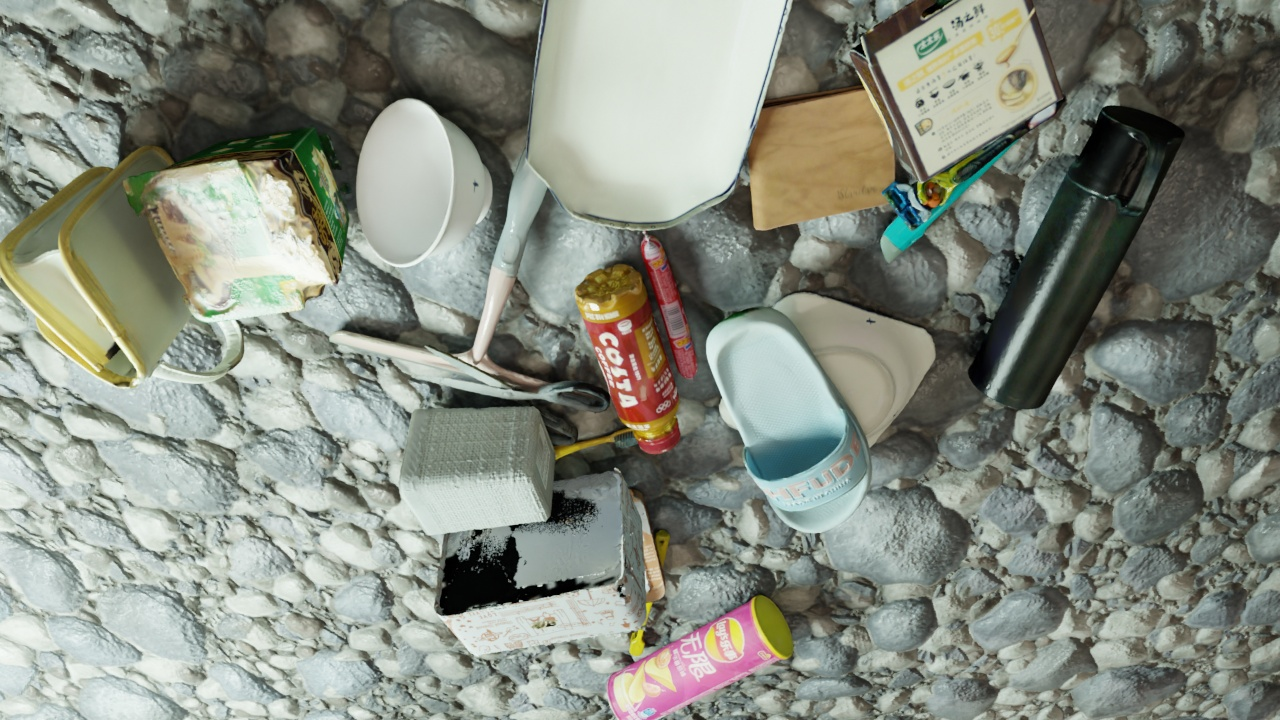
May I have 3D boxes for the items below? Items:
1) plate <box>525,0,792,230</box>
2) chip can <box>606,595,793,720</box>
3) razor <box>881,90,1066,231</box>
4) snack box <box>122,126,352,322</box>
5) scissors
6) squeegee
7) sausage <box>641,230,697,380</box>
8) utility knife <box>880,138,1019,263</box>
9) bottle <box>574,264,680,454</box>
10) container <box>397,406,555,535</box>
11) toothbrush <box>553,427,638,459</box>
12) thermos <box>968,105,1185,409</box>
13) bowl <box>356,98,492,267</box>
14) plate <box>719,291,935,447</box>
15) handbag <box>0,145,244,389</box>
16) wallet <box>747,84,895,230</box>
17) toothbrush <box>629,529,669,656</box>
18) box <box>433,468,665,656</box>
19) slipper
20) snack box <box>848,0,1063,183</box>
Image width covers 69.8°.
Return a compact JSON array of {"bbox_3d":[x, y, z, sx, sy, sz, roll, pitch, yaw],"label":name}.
[{"bbox_3d":[0.010,-0.212,0.633,0.162,0.034,0.266,6,129,-10],"label":"plate"},{"bbox_3d":[0.063,0.337,1.018,0.211,0.071,0.071,-34,120,22],"label":"chip can"},{"bbox_3d":[0.253,-0.152,0.685,0.143,0.022,0.042,-36,114,20],"label":"razor"},{"bbox_3d":[-0.277,-0.108,0.668,0.117,0.105,0.118,-7,125,6],"label":"snack box"},{"bbox_3d":[-0.109,0.031,0.808,0.160,0.014,0.175,-9,141,17],"label":"scissors"},{"bbox_3d":[-0.112,-0.069,0.740,0.247,0.040,0.250,15,123,-12],"label":"squeegee"},{"bbox_3d":[0.026,-0.043,0.773,0.020,0.020,0.156,-13,125,8],"label":"sausage"},{"bbox_3d":[0.244,-0.138,0.715,0.029,0.013,0.157,33,116,-24],"label":"utility knife"},{"bbox_3d":[-0.005,0.005,0.784,0.057,0.057,0.175,-13,126,8],"label":"bottle"},{"bbox_3d":[-0.139,0.096,0.814,0.114,0.090,0.090,-5,141,7],"label":"container"},{"bbox_3d":[-0.087,0.092,0.869,0.191,0.018,0.016,-15,123,9],"label":"toothbrush"},{"bbox_3d":[0.336,-0.070,0.719,0.068,0.089,0.243,17,126,7],"label":"thermos"},{"bbox_3d":[-0.148,-0.126,0.673,0.064,0.118,0.119,-2,137,-49],"label":"bowl"},{"bbox_3d":[0.167,0.026,0.819,0.163,0.034,0.165,16,125,-13],"label":"plate"},{"bbox_3d":[-0.362,-0.047,0.674,0.063,0.163,0.179,-13,126,10],"label":"handbag"},{"bbox_3d":[0.138,-0.155,0.697,0.115,0.020,0.101,-11,127,3],"label":"wallet"},{"bbox_3d":[0.008,0.253,0.990,0.015,0.016,0.190,7,124,-5],"label":"toothbrush"},{"bbox_3d":[-0.077,0.214,0.883,0.183,0.156,0.193,-12,132,10],"label":"box"},{"bbox_3d":[0.130,0.062,0.776,0.104,0.074,0.245,-22,122,13],"label":"slipper"},{"bbox_3d":[0.216,-0.205,0.632,0.113,0.053,0.126,-31,120,9],"label":"snack box"}]
